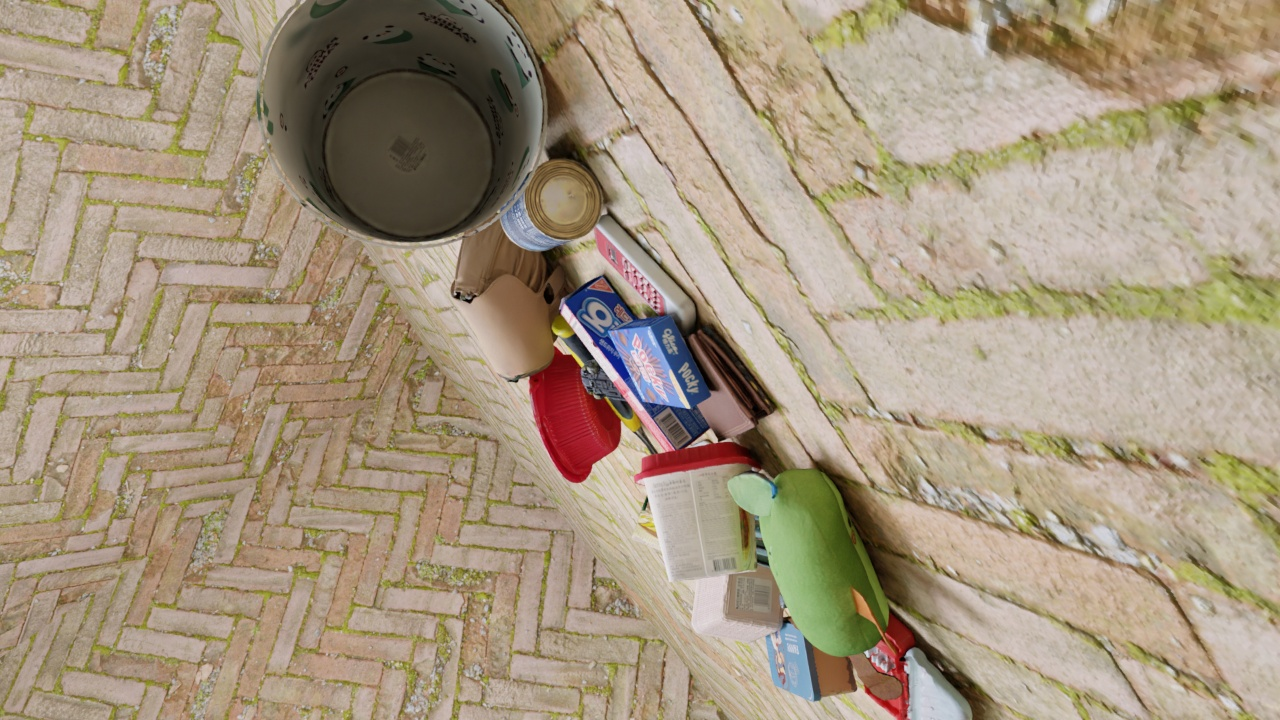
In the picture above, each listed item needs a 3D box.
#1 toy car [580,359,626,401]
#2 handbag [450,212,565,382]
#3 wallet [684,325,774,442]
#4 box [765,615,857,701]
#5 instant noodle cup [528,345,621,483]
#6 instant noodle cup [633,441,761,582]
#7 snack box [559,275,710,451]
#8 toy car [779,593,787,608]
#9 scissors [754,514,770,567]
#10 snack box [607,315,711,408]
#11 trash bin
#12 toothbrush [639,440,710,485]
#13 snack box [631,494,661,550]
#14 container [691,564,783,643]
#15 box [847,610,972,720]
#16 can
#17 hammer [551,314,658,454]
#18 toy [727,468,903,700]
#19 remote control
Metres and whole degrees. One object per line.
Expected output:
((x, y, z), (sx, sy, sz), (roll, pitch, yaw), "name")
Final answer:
((-0.020, 0.023, 1.076), (0.106, 0.031, 0.049), (8, 131, 23), "toy car")
((-0.152, -0.078, 1.115), (0.100, 0.147, 0.205), (4, 145, 20), "handbag")
((0.071, 0.023, 0.862), (0.101, 0.032, 0.125), (55, 165, 4), "wallet")
((0.200, 0.349, 1.090), (0.184, 0.059, 0.089), (111, 150, -74), "box")
((-0.078, 0.063, 1.224), (0.193, 0.066, 0.194), (-16, -90, -75), "instant noodle cup")
((0.064, 0.153, 0.915), (0.116, 0.117, 0.124), (32, -132, -67), "instant noodle cup")
((-0.006, 0.006, 1.005), (0.207, 0.057, 0.058), (53, 168, 2), "snack box")
((0.184, 0.259, 1.029), (0.091, 0.043, 0.034), (112, 148, -70), "toy car")
((0.109, 0.199, 1.012), (0.180, 0.019, 0.139), (-1, 138, 33), "scissors")
((0.015, 0.001, 0.892), (0.084, 0.026, 0.157), (63, 166, -7), "snack box")
((-0.217, -0.211, 0.862), (0.229, 0.229, 0.252), (56, 171, -10), "trash bin")
((0.038, 0.127, 1.124), (0.016, 0.018, 0.192), (43, 149, -7), "toothbrush")
((0.056, 0.204, 1.165), (0.114, 0.063, 0.240), (21, 161, 4), "snack box")
((0.123, 0.292, 1.130), (0.090, 0.090, 0.111), (13, 157, -7), "container")
((0.274, 0.332, 0.928), (0.158, 0.037, 0.201), (40, 160, 39), "box")
((-0.086, -0.145, 0.866), (0.075, 0.075, 0.111), (57, 165, -13), "can")
((-0.016, 0.068, 1.176), (0.126, 0.031, 0.323), (29, 158, 54), "hammer")
((0.167, 0.195, 0.837), (0.227, 0.090, 0.247), (43, 158, 57), "toy")
((0.002, -0.079, 0.855), (0.136, 0.020, 0.056), (48, 164, 21), "remote control")
